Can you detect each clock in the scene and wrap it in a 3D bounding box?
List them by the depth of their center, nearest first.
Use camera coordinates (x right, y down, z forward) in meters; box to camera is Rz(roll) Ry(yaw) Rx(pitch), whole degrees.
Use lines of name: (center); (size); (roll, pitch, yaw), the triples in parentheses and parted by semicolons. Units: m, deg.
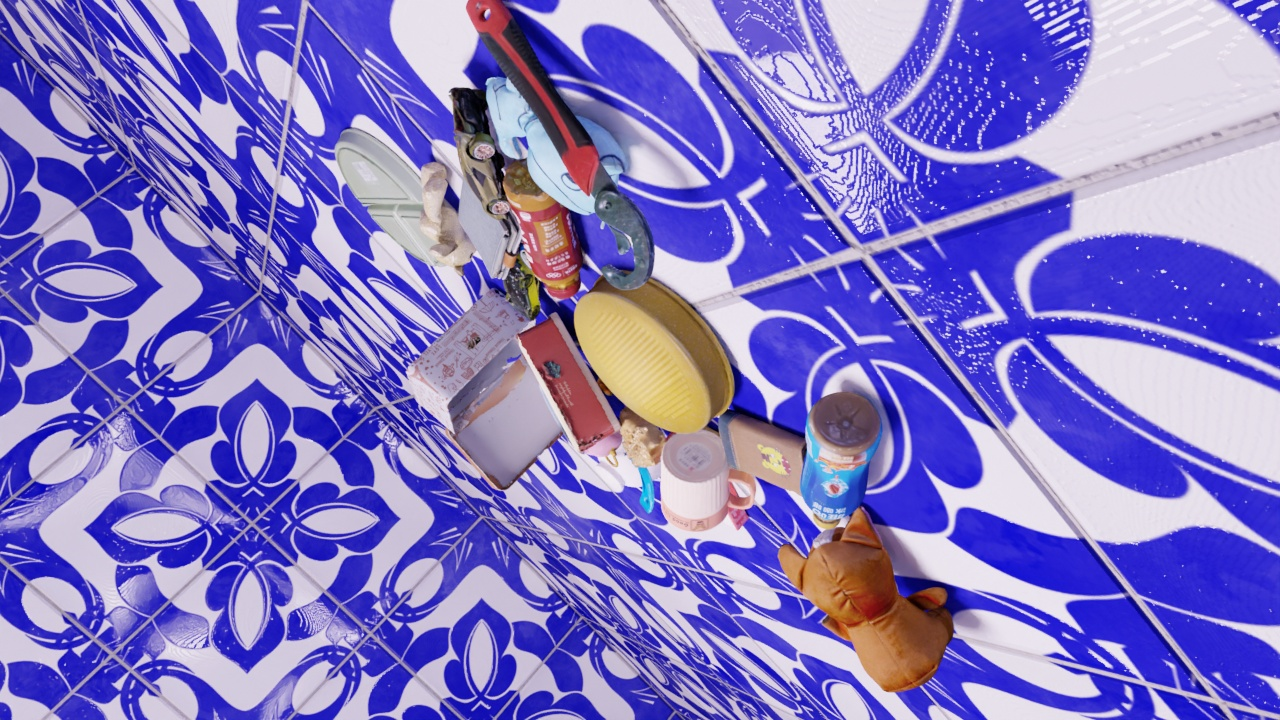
clock: (-0.076, 0.082, 1.265); (0.158, 0.059, 0.117); (61, 165, -4)

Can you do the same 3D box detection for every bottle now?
bottle: (0.186, 0.108, 0.875); (0.065, 0.065, 0.219); (34, 158, 25)
bottle: (-0.094, -0.129, 0.939); (0.057, 0.057, 0.175); (33, 158, 25)

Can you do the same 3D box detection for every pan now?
pan: (-0.006, 0.006, 1.060); (0.197, 0.078, 0.358); (48, 153, -2)

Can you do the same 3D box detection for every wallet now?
wallet: (0.141, 0.103, 0.991); (0.115, 0.033, 0.090); (19, 142, 42)
wallet: (-0.169, -0.156, 1.042); (0.106, 0.037, 0.130); (59, 159, 7)

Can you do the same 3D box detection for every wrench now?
wrench: (-0.064, -0.182, 0.747); (0.056, 0.016, 0.273); (-28, 93, 31)

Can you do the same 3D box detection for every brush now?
brush: (0.005, 0.142, 1.240); (0.083, 0.045, 0.255); (50, 162, 29)

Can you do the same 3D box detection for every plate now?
plate: (-0.336, -0.215, 1.259); (0.230, 0.027, 0.231); (36, 158, 17)

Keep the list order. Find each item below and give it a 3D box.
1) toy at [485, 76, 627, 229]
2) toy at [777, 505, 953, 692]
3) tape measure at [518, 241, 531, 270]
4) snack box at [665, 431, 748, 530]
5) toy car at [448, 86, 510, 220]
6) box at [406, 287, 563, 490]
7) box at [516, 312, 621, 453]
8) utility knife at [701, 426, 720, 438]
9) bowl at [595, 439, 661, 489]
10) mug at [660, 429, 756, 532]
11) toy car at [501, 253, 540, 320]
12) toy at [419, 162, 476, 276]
toy: (-0.074, -0.186, 0.804); (0.162, 0.049, 0.156); (0, 124, 54)
toy: (0.250, 0.256, 0.998); (0.199, 0.140, 0.130); (48, -159, -8)
tape measure: (-0.112, -0.117, 1.041); (0.058, 0.025, 0.055); (39, 158, 7)
snack box: (0.086, 0.159, 1.210); (0.075, 0.025, 0.153); (23, 151, 45)
toy car: (-0.155, -0.198, 0.899); (0.158, 0.042, 0.070); (79, 180, -60)
box: (-0.210, 0.042, 1.311); (0.134, 0.179, 0.271); (25, 152, 40)
box: (-0.099, 0.034, 1.158); (0.168, 0.076, 0.091); (61, 171, 4)
utility knife: (0.099, 0.098, 1.092); (0.205, 0.021, 0.031); (31, 148, 40)
bowl: (-0.027, 0.149, 1.343); (0.118, 0.064, 0.118); (38, 159, 17)
mug: (0.080, 0.145, 1.086); (0.114, 0.081, 0.106); (9, 141, 11)
toy car: (-0.145, -0.092, 1.134); (0.048, 0.032, 0.105); (34, 152, 24)
toy: (-0.240, -0.174, 1.128); (0.157, 0.066, 0.105); (85, 167, -55)
